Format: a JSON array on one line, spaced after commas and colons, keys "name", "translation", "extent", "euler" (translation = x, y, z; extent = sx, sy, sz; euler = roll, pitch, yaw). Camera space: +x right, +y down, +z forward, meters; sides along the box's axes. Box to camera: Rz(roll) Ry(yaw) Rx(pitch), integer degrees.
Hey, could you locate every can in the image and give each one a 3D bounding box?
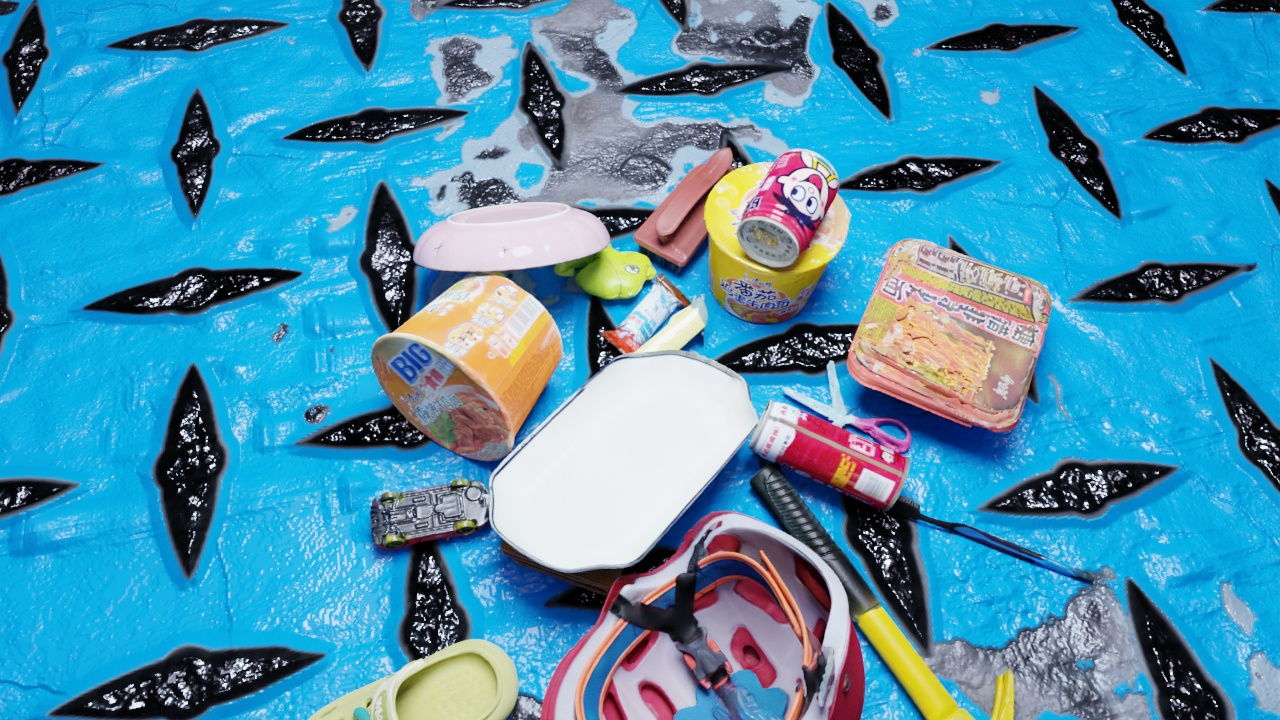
[{"name": "can", "translation": [0.134, -0.138, 0.835], "extent": [0.066, 0.067, 0.093], "euler": [25, 62, 13]}, {"name": "can", "translation": [0.167, 0.084, 0.818], "extent": [0.133, 0.053, 0.053], "euler": [24, 60, 5]}]

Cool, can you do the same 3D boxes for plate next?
[{"name": "plate", "translation": [-0.127, -0.126, 0.897], "extent": [0.192, 0.039, 0.192], "euler": [-4, 18, 1]}, {"name": "plate", "translation": [-0.011, 0.086, 0.799], "extent": [0.162, 0.034, 0.264], "euler": [24, 50, 28]}]

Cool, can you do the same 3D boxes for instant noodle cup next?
[{"name": "instant noodle cup", "translation": [-0.148, 0.000, 0.830], "extent": [0.151, 0.152, 0.111], "euler": [26, 53, 13]}, {"name": "instant noodle cup", "translation": [0.129, -0.110, 0.922], "extent": [0.138, 0.110, 0.137], "euler": [1, 58, -1]}, {"name": "instant noodle cup", "translation": [0.294, -0.016, 0.888], "extent": [0.164, 0.079, 0.188], "euler": [23, 60, 12]}]

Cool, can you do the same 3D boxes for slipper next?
[{"name": "slipper", "translation": [-0.184, 0.272, 0.697], "extent": [0.190, 0.082, 0.091], "euler": [-26, 61, -20]}]

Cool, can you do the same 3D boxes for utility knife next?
[{"name": "utility knife", "translation": [-0.005, 0.005, 0.887], "extent": [0.190, 0.020, 0.031], "euler": [-38, 80, -15]}]

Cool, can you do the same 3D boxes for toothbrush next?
[{"name": "toothbrush", "translation": [0.311, 0.158, 0.822], "extent": [0.189, 0.014, 0.016], "euler": [20, 36, 9]}]

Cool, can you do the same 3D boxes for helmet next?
[{"name": "helmet", "translation": [0.058, 0.250, 0.676], "extent": [0.239, 0.144, 0.207], "euler": [-37, 36, -10]}]

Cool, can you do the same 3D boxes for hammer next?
[{"name": "hammer", "translation": [0.192, 0.212, 0.773], "extent": [0.128, 0.033, 0.300], "euler": [-28, 64, -18]}]

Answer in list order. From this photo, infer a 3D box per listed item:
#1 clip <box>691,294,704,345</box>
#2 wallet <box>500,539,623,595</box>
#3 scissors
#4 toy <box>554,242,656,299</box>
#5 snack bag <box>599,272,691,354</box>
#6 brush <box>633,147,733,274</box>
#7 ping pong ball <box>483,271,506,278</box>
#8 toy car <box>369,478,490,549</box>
[{"name": "clip", "translation": [0.057, -0.043, 0.929], "extent": [0.043, 0.027, 0.058], "euler": [3, 55, 8]}, {"name": "wallet", "translation": [-0.057, 0.131, 0.817], "extent": [0.119, 0.035, 0.130], "euler": [19, 57, 6]}, {"name": "scissors", "translation": [0.199, 0.058, 0.875], "extent": [0.130, 0.017, 0.133], "euler": [-1, 60, -2]}, {"name": "toy", "translation": [-0.039, -0.096, 0.954], "extent": [0.096, 0.031, 0.100], "euler": [-20, 57, -14]}, {"name": "snack bag", "translation": [0.006, -0.043, 0.925], "extent": [0.048, 0.026, 0.104], "euler": [43, 67, 5]}, {"name": "brush", "translation": [0.057, -0.165, 0.976], "extent": [0.063, 0.069, 0.145], "euler": [30, 62, 14]}, {"name": "ping pong ball", "translation": [-0.152, -0.072, 0.929], "extent": [0.040, 0.040, 0.040], "euler": [1, 59, -2]}, {"name": "toy car", "translation": [-0.183, 0.136, 0.806], "extent": [0.106, 0.031, 0.049], "euler": [-11, 60, -7]}]
